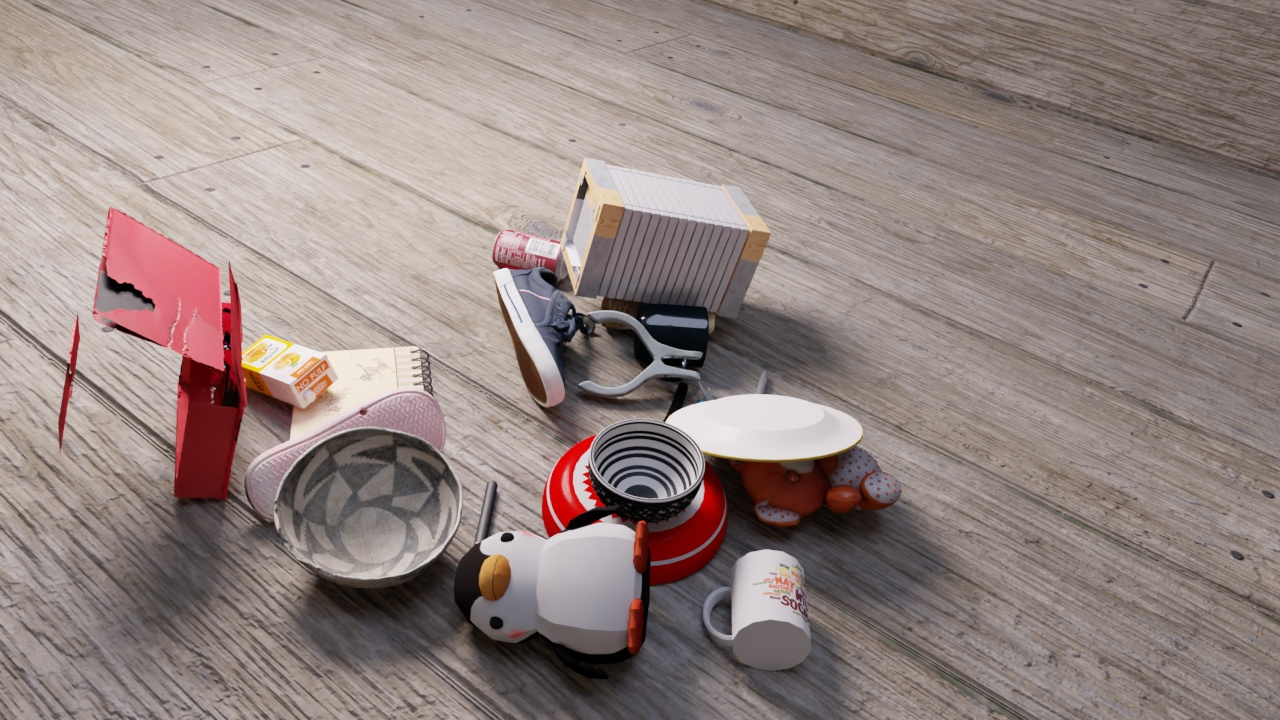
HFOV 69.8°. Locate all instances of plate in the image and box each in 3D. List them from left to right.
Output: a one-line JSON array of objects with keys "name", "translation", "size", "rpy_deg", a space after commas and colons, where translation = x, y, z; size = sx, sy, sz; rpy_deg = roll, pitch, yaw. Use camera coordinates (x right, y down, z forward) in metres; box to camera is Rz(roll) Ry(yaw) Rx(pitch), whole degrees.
[{"name": "plate", "translation": [0.144, 0.070, 1.074], "size": [0.230, 0.021, 0.229], "rpy_deg": [-1, 14, 0]}]

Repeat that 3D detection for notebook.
[{"name": "notebook", "translation": [-0.338, 0.055, 1.124], "size": [0.167, 0.024, 0.225], "rpy_deg": [-4, 37, -15]}]

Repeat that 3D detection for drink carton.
[{"name": "drink carton", "translation": [-0.431, 0.013, 1.116], "size": [0.123, 0.040, 0.058], "rpy_deg": [15, 47, 31]}]

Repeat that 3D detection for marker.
[{"name": "marker", "translation": [0.159, 0.052, 1.234], "size": [0.016, 0.022, 0.138], "rpy_deg": [10, 35, 12]}]

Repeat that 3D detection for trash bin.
[{"name": "trash bin", "translation": [0.030, -0.174, 1.315], "size": [0.246, 0.143, 0.142], "rpy_deg": [7, 34, -20]}]

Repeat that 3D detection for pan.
[{"name": "pan", "translation": [0.014, 0.116, 1.085], "size": [0.209, 0.067, 0.355], "rpy_deg": [15, 39, 8]}]

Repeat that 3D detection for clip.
[{"name": "clip", "translation": [-0.013, 0.023, 1.207], "size": [0.174, 0.030, 0.158], "rpy_deg": [23, 81, 4]}]

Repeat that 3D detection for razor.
[{"name": "razor", "translation": [-0.167, 0.180, 0.986], "size": [0.043, 0.022, 0.144], "rpy_deg": [44, 19, -25]}]

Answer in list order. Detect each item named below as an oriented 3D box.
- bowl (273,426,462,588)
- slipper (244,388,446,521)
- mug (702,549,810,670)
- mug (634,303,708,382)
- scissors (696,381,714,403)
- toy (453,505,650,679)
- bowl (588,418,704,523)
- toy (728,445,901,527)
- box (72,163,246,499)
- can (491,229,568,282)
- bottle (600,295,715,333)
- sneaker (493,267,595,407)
[{"name": "bowl", "translation": [-0.272, 0.160, 0.931], "size": [0.178, 0.081, 0.178], "rpy_deg": [8, 50, -10]}, {"name": "slipper", "translation": [-0.316, 0.106, 1.001], "size": [0.221, 0.107, 0.056], "rpy_deg": [-24, 8, -23]}, {"name": "mug", "translation": [0.113, 0.248, 0.909], "size": [0.105, 0.073, 0.089], "rpy_deg": [-14, 32, 14]}, {"name": "mug", "translation": [0.041, -0.021, 1.266], "size": [0.094, 0.085, 0.121], "rpy_deg": [4, 53, -5]}, {"name": "scissors", "translation": [0.099, 0.077, 1.175], "size": [0.123, 0.019, 0.148], "rpy_deg": [38, 25, 10]}, {"name": "toy", "translation": [-0.083, 0.220, 0.880], "size": [0.184, 0.140, 0.158], "rpy_deg": [2, 67, 6]}, {"name": "bowl", "translation": [0.004, 0.126, 0.961], "size": [0.120, 0.066, 0.120], "rpy_deg": [5, 39, -4]}, {"name": "toy", "translation": [0.199, 0.128, 1.072], "size": [0.172, 0.093, 0.163], "rpy_deg": [-7, 37, -18]}, {"name": "box", "translation": [-0.471, -0.032, 0.966], "size": [0.121, 0.319, 0.211], "rpy_deg": [-13, 41, -16]}, {"name": "can", "translation": [-0.169, -0.164, 1.435], "size": [0.114, 0.063, 0.063], "rpy_deg": [14, 35, 8]}, {"name": "bottle", "translation": [0.027, -0.067, 1.343], "size": [0.166, 0.060, 0.059], "rpy_deg": [8, 35, -9]}, {"name": "sneaker", "translation": [-0.116, -0.043, 1.242], "size": [0.127, 0.121, 0.294], "rpy_deg": [-13, 36, -8]}]
